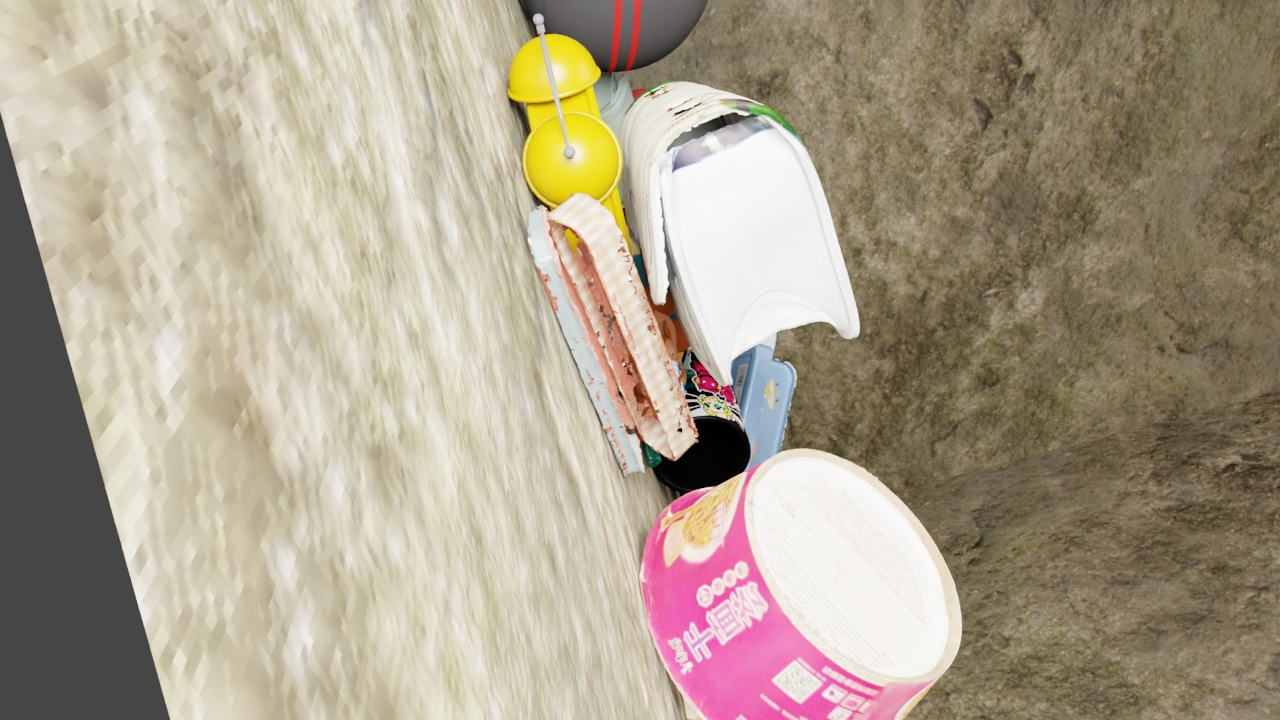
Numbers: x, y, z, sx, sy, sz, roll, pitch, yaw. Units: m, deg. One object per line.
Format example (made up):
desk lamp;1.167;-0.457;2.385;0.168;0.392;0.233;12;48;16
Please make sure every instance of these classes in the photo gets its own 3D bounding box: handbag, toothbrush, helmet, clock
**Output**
handbag;0.039;-0.083;0.521;0.198;0.096;0.142;-103;171;-71
toothbrush;-0.004;0.004;0.754;0.016;0.017;0.189;69;7;-52
handbag;-0.034;-0.220;0.863;0.122;0.067;0.106;69;8;-55
helmet;-0.021;-0.317;0.720;0.265;0.164;0.170;172;-86;-84
clock;-0.038;-0.115;0.526;0.152;0.052;0.113;77;0;-65

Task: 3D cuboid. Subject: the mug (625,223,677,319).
mug;0.031;-0.082;0.917;0.083;0.113;0.107;-31;-110;59

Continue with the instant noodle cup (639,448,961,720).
instant noodle cup;0.096;0.124;0.498;0.078;0.178;0.178;-52;-144;37

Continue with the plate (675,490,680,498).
plate;0.046;0.096;0.960;0.174;0.036;0.174;-14;88;-86

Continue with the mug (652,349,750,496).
mug;0.044;0.066;0.796;0.098;0.082;0.118;-100;-169;-55

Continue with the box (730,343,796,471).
box;0.099;0.092;0.831;0.074;0.077;0.209;163;-58;-73

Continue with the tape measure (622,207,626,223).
tape measure;-0.024;-0.163;0.981;0.065;0.037;0.064;69;7;-71

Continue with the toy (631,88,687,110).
toy;-0.013;-0.268;0.971;0.094;0.133;0.088;63;-2;-21

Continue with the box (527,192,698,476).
box;-0.023;-0.006;0.497;0.058;0.062;0.188;41;-20;46

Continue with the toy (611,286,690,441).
toy;0.012;0.003;0.669;0.127;0.065;0.095;-93;166;-47

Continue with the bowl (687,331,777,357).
bowl;0.080;-0.003;0.933;0.062;0.118;0.118;28;20;-14

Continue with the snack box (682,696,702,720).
snack box;0.064;0.172;0.571;0.061;0.084;0.105;66;9;-48
